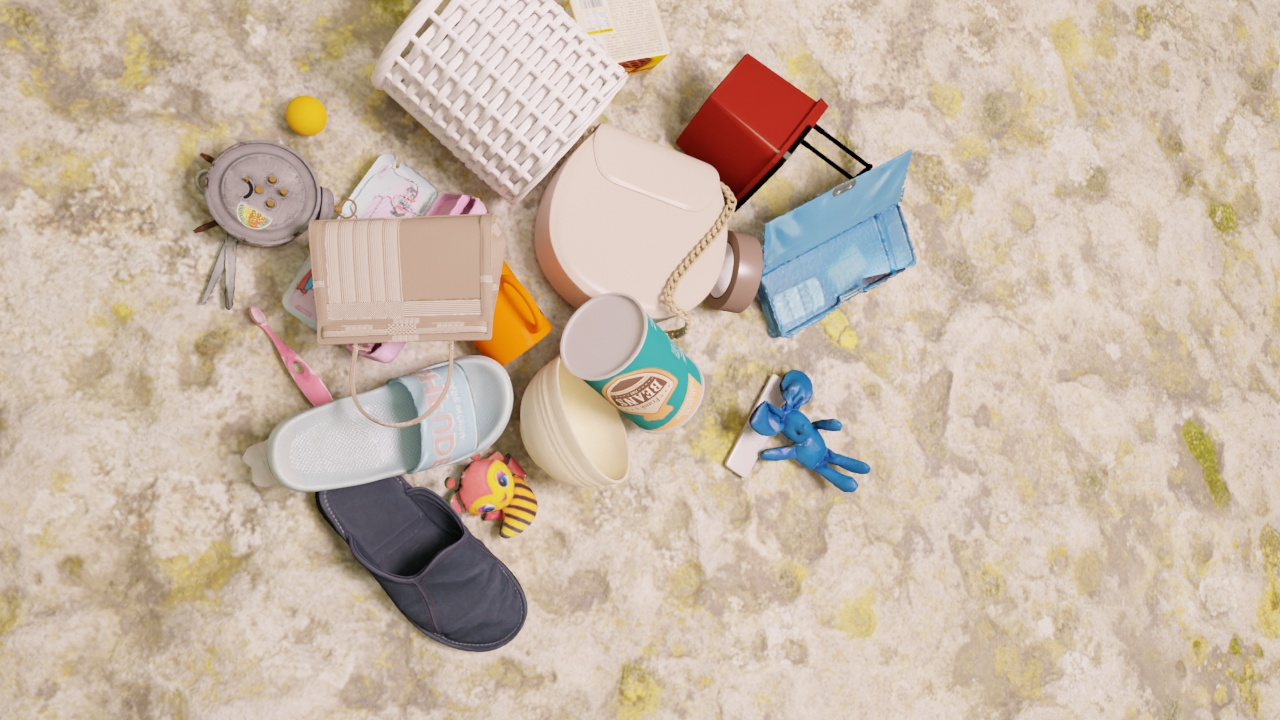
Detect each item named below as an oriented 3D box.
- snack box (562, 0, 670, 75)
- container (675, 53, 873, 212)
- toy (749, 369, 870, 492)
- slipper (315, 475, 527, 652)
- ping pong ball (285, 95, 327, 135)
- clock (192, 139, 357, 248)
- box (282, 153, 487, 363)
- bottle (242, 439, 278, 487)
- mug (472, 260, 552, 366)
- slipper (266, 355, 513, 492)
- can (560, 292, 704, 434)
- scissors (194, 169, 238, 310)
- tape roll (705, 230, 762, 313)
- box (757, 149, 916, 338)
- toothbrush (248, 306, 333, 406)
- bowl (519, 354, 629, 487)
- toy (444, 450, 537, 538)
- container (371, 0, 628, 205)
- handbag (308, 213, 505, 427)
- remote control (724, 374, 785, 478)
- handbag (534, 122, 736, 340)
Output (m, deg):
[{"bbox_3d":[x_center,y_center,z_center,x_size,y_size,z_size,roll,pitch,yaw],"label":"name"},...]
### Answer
[{"bbox_3d":[-0.032,-0.374,1.057,0.105,0.061,0.083,-17,92,-22],"label":"snack box"},{"bbox_3d":[0.159,-0.243,1.076,0.201,0.148,0.126,39,65,-5],"label":"container"},{"bbox_3d":[0.203,0.086,1.106,0.176,0.071,0.112,43,68,-19],"label":"toy"},{"bbox_3d":[-0.215,0.201,0.928,0.108,0.084,0.265,-46,104,-21],"label":"slipper"},{"bbox_3d":[-0.341,-0.250,0.937,0.040,0.040,0.040,2,85,-22],"label":"ping pong ball"},{"bbox_3d":[-0.356,-0.159,0.903,0.147,0.056,0.104,5,81,-23],"label":"clock"},{"bbox_3d":[-0.262,-0.109,0.938,0.101,0.111,0.201,42,71,-40],"label":"box"},{"bbox_3d":[-0.322,0.081,0.915,0.136,0.044,0.044,-25,95,-21],"label":"bottle"},{"bbox_3d":[-0.143,-0.054,0.960,0.077,0.113,0.096,-41,101,-32],"label":"mug"},{"bbox_3d":[-0.233,0.065,0.892,0.244,0.074,0.104,-17,93,-27],"label":"slipper"},{"bbox_3d":[-0.006,0.006,0.981,0.144,0.099,0.099,44,67,-51],"label":"can"},{"bbox_3d":[-0.396,-0.131,0.920,0.130,0.014,0.153,-20,91,-22],"label":"scissors"},{"bbox_3d":[0.107,-0.103,1.073,0.030,0.094,0.093,8,83,-21],"label":"tape roll"},{"bbox_3d":[0.240,-0.146,1.131,0.231,0.060,0.175,-27,127,-20],"label":"box"},{"bbox_3d":[-0.351,0.001,0.926,0.021,0.016,0.135,-38,99,-20],"label":"toothbrush"},{"bbox_3d":[-0.079,0.072,0.976,0.075,0.150,0.151,-24,96,18],"label":"bowl"},{"bbox_3d":[-0.155,0.140,0.977,0.103,0.046,0.084,45,65,-16],"label":"toy"},{"bbox_3d":[-0.141,-0.289,0.939,0.187,0.190,0.189,41,72,-15],"label":"container"},{"bbox_3d":[-0.222,-0.035,0.862,0.176,0.062,0.197,-1,75,4],"label":"handbag"},{"bbox_3d":[0.143,0.079,1.116,0.033,0.012,0.130,35,74,-18],"label":"remote control"},{"bbox_3d":[-0.006,-0.147,1.027,0.210,0.103,0.208,17,77,-20],"label":"handbag"}]
